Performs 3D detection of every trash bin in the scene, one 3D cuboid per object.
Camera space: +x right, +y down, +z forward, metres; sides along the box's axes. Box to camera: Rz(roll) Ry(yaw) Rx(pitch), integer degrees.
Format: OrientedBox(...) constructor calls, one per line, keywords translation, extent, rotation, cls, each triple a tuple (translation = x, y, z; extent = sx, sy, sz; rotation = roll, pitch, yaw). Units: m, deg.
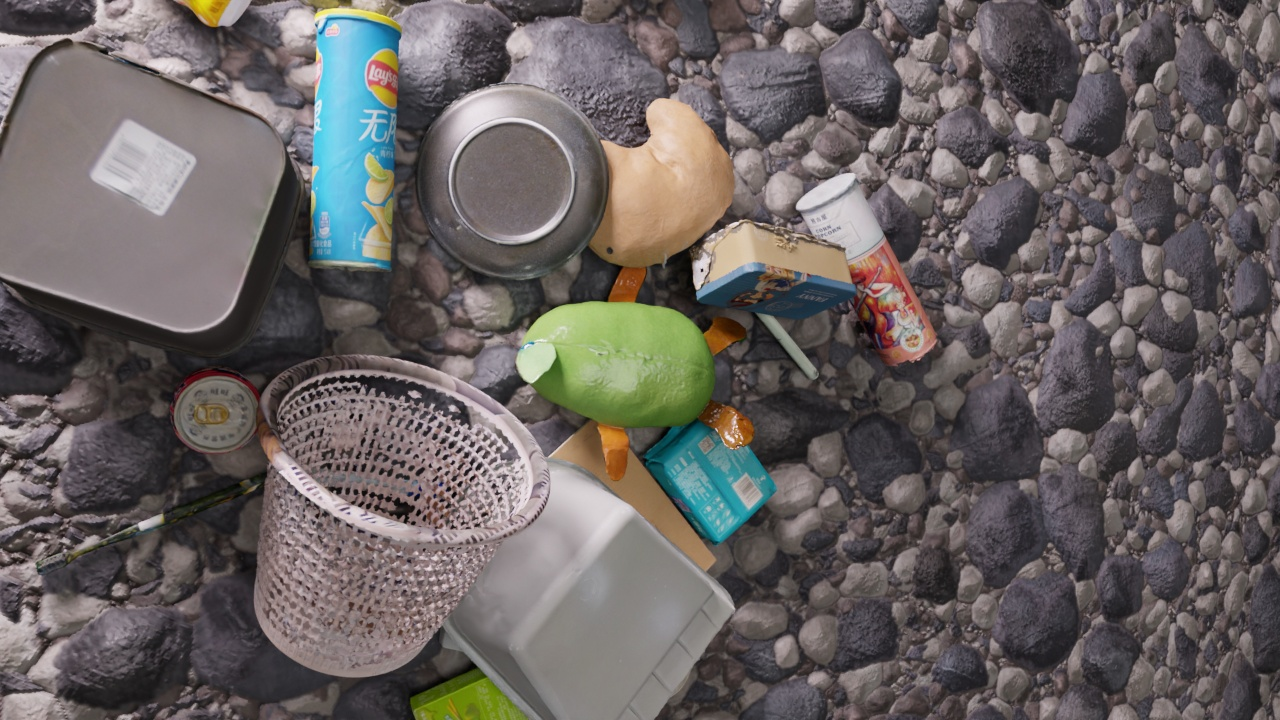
OrientedBox(translation=(-0.211, 0.135, 0.736), extent=(0.227, 0.227, 0.192), rotation=(15, 116, -25), cls="trash bin")
OrientedBox(translation=(-0.351, -0.110, 0.657), extent=(0.199, 0.220, 0.198), rotation=(20, 84, -23), cls="trash bin")

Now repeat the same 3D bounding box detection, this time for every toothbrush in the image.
OrientedBox(translation=(-0.398, 0.133, 0.759), extent=(0.185, 0.017, 0.012), rotation=(-22, 99, -23), cls="toothbrush")
OrientedBox(translation=(0.137, -0.044, 1.000), extent=(0.189, 0.020, 0.029), rotation=(46, 42, -22), cls="toothbrush")

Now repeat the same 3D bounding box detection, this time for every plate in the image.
OrientedBox(translation=(-0.116, -0.163, 0.836), extent=(0.179, 0.024, 0.179), rotation=(0, 97, -3), cls="plate")

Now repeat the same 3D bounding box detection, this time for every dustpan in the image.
OrientedBox(translation=(-0.068, 0.223, 0.878), extent=(0.222, 0.143, 0.258), rotation=(-48, 128, -23), cls="dustpan")

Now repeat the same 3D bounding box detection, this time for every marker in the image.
OrientedBox(translation=(-0.248, 0.110, 0.829), extent=(0.145, 0.017, 0.017), rotation=(12, 88, -25), cls="marker")

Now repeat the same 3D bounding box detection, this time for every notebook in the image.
OrientedBox(translation=(-0.033, 0.178, 0.931), extent=(0.149, 0.012, 0.211), rotation=(-42, 105, -19), cls="notebook")

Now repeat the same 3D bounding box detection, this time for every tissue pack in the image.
OrientedBox(translation=(0.072, 0.117, 0.961), extent=(0.093, 0.050, 0.133), rotation=(-41, 108, -15), cls="tissue pack")

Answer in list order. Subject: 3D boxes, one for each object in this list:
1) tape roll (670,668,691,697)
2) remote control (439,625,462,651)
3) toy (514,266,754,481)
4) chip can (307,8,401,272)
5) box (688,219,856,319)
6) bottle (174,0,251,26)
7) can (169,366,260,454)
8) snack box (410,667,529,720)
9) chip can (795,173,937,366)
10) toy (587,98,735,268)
OrientedBox(translation=(0.016, 0.317, 0.966), extent=(0.085, 0.014, 0.086), rotation=(-1, 93, -25), cls="tape roll")
OrientedBox(translation=(-0.126, 0.264, 0.893), extent=(0.135, 0.019, 0.056), rotation=(22, 84, -25), cls="remote control")
OrientedBox(translation=(-0.005, 0.005, 0.896), extent=(0.246, 0.090, 0.226), rotation=(10, 70, -19), cls="toy")
OrientedBox(translation=(-0.244, -0.183, 0.783), extent=(0.071, 0.071, 0.210), rotation=(2, 92, -25), cls="chip can")
OrientedBox(translation=(0.141, -0.089, 0.941), extent=(0.184, 0.090, 0.061), rotation=(8, 67, -37), cls="box")
OrientedBox(translation=(-0.361, -0.317, 0.724), extent=(0.108, 0.063, 0.063), rotation=(36, 78, -23), cls="bottle")
OrientedBox(translation=(-0.341, 0.039, 0.738), extent=(0.066, 0.094, 0.066), rotation=(-2, 94, -25), cls="can")
OrientedBox(translation=(-0.132, 0.328, 0.877), extent=(0.156, 0.026, 0.086), rotation=(-20, 109, -17), cls="snack box")
OrientedBox(translation=(0.255, -0.098, 1.023), extent=(0.071, 0.071, 0.215), rotation=(-39, 109, -18), cls="chip can")
OrientedBox(translation=(-0.008, -0.156, 0.896), extent=(0.225, 0.083, 0.143), rotation=(-34, 91, -17), cls="toy")
